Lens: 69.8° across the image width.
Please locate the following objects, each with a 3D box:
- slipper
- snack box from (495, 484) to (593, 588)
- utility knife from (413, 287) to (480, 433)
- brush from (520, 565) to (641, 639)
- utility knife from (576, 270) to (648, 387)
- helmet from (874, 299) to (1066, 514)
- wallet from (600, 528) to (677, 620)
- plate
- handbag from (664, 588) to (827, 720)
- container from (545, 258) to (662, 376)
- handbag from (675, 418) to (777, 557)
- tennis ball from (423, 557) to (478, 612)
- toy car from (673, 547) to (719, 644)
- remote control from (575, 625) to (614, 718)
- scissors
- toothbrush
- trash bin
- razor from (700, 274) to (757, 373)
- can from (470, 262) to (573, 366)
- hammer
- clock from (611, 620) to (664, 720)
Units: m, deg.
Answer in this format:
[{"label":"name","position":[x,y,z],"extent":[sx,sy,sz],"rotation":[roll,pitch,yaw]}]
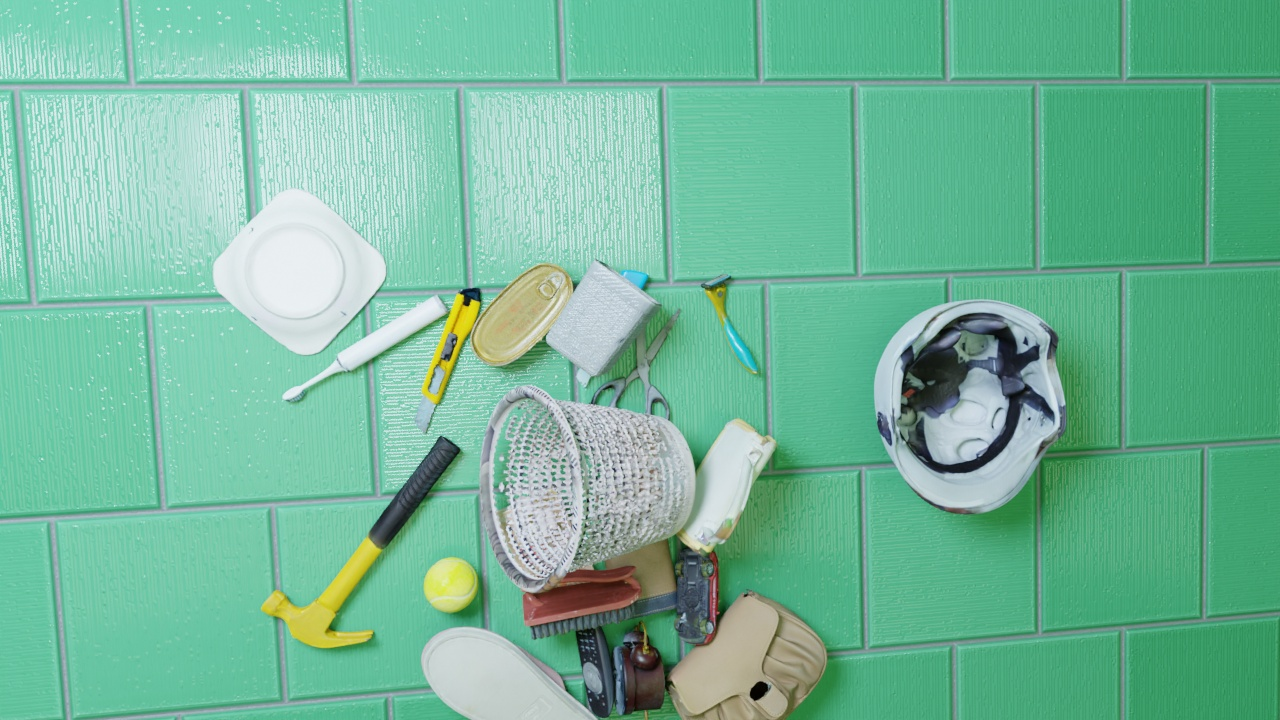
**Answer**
[{"label":"slipper","position":[-0.156,0.418,1.144],"extent":[0.274,0.054,0.114],"rotation":[42,91,-19]},{"label":"snack box","position":[-0.114,0.244,1.153],"extent":[0.084,0.026,0.157],"rotation":[-26,97,-5]},{"label":"utility knife","position":[-0.238,-0.002,1.125],"extent":[0.033,0.015,0.192],"rotation":[21,91,-6]},{"label":"brush","position":[-0.070,0.287,1.114],"extent":[0.145,0.063,0.069],"rotation":[-8,108,-6]},{"label":"utility knife","position":[-0.040,-0.042,1.149],"extent":[0.034,0.018,0.162],"rotation":[26,91,-9]},{"label":"helmet","position":[0.391,0.047,1.150],"extent":[0.229,0.146,0.259],"rotation":[-6,103,-6]},{"label":"wallet","position":[-0.001,0.267,1.168],"extent":[0.090,0.033,0.115],"rotation":[-11,94,-10]},{"label":"plate","position":[-0.405,-0.105,1.087],"extent":[0.163,0.034,0.164],"rotation":[41,87,-8]},{"label":"handbag","position":[0.134,0.400,1.160],"extent":[0.148,0.100,0.204],"rotation":[45,83,-6]},{"label":"container","position":[-0.046,-0.047,1.097],"extent":[0.090,0.090,0.114],"rotation":[37,96,6]},{"label":"handbag","position":[0.100,0.153,1.101],"extent":[0.063,0.179,0.163],"rotation":[31,90,-3]},{"label":"tennis ball","position":[-0.231,0.274,1.120],"extent":[0.065,0.065,0.065],"rotation":[0,94,-8]},{"label":"toy car","position":[0.075,0.297,1.160],"extent":[0.045,0.053,0.120],"rotation":[20,70,-47]},{"label":"remote control","position":[-0.055,0.380,1.158],"extent":[0.024,0.053,0.136],"rotation":[-9,88,-40]},{"label":"scissors","position":[0.000,0.013,1.162],"extent":[0.159,0.014,0.178],"rotation":[-25,95,-8]},{"label":"toothbrush","position":[-0.332,-0.012,1.106],"extent":[0.221,0.026,0.026],"rotation":[-32,59,-5]},{"label":"trash bin","position":[-0.052,0.141,1.059],"extent":[0.191,0.228,0.227],"rotation":[0,94,-35]},{"label":"razor","position":[0.117,-0.043,1.164],"extent":[0.043,0.028,0.132],"rotation":[-28,95,-37]},{"label":"can","position":[-0.144,-0.056,1.117],"extent":[0.074,0.049,0.148],"rotation":[44,87,-9]},{"label":"hammer","position":[-0.321,0.221,1.120],"extent":[0.129,0.033,0.300],"rotation":[37,89,-9]},{"label":"clock","position":[-0.003,0.388,1.150],"extent":[0.055,0.082,0.122],"rotation":[1,96,-12]}]
